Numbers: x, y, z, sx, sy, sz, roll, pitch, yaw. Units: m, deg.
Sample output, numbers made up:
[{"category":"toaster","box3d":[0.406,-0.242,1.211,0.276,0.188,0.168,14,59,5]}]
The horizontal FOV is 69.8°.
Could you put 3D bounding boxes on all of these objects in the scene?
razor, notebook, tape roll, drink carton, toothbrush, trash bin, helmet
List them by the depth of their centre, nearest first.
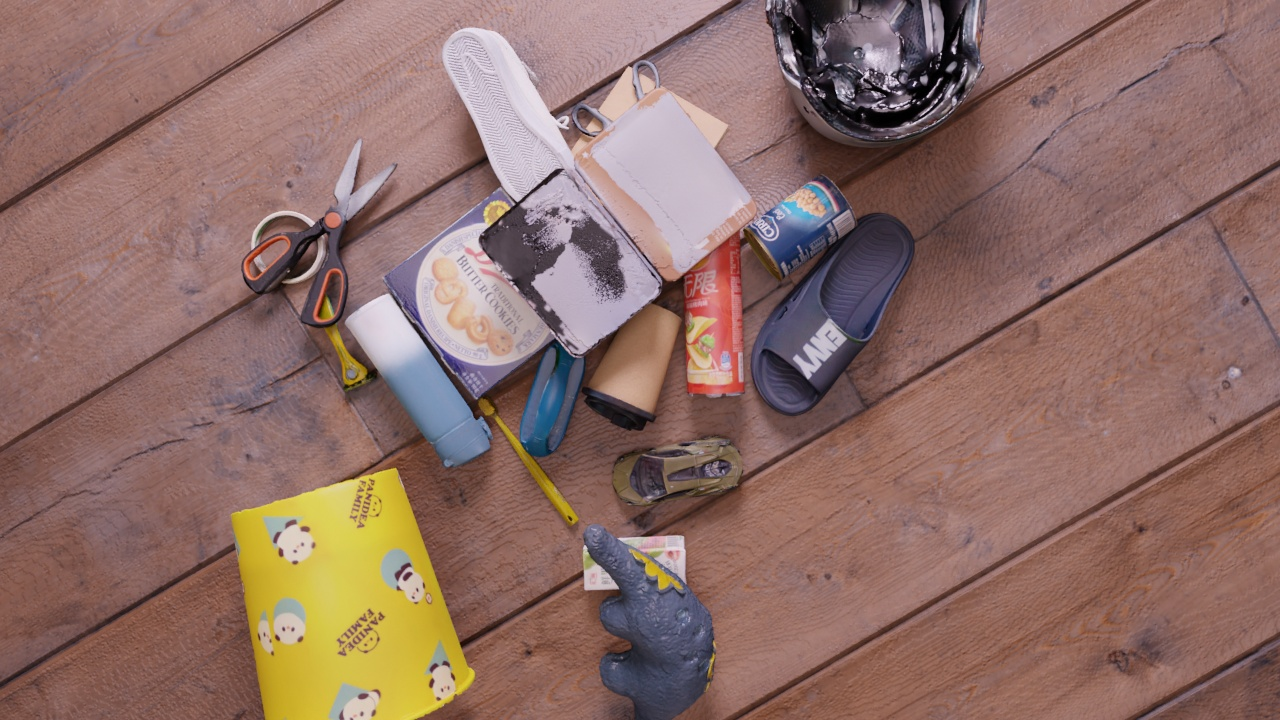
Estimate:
[{"category":"helmet","box3d":[0.253,-0.357,1.011,0.230,0.157,0.274,-9,82,3]},{"category":"trash bin","box3d":[-0.328,0.267,1.022,0.229,0.229,0.255,-16,87,1]},{"category":"notebook","box3d":[-0.016,-0.221,1.074,0.149,0.012,0.211,35,93,16]},{"category":"drink carton","box3d":[-0.007,0.241,1.097,0.122,0.045,0.053,-2,106,3]},{"category":"razor","box3d":[-0.363,-0.030,1.099,0.043,0.028,0.132,-24,91,5]},{"category":"tape roll","box3d":[-0.422,-0.135,1.099,0.086,0.014,0.086,0,93,0]},{"category":"toothbrush","box3d":[-0.136,0.121,1.107,0.016,0.016,0.190,-36,92,3]}]

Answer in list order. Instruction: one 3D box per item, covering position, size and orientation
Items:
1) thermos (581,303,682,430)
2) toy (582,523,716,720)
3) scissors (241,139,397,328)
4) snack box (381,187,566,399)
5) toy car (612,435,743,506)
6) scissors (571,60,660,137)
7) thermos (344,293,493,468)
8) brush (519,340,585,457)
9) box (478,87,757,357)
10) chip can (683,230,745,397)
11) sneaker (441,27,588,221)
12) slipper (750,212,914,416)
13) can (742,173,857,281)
[{"category":"thermos","box3d":[-0.006,0.006,1.069,0.093,0.093,0.143,23,84,-1]},{"category":"toy","box3d":[0.018,0.334,1.060,0.138,0.091,0.357,-8,113,-4]},{"category":"scissors","box3d":[-0.363,-0.141,1.081,0.224,0.022,0.204,-25,90,-2]},{"category":"snack box","box3d":[-0.177,-0.080,1.084,0.182,0.046,0.178,-38,93,3]},{"category":"toy car","box3d":[0.043,0.135,1.096,0.158,0.042,0.070,-11,92,4]},{"category":"scissors","box3d":[-0.006,-0.263,1.063,0.159,0.014,0.181,2,84,16]},{"category":"thermos","box3d":[-0.258,0.027,1.082,0.070,0.070,0.220,-35,93,2]},{"category":"brush","box3d":[-0.103,0.045,1.075,0.055,0.073,0.144,18,92,-5]},{"category":"box","box3d":[-0.022,-0.150,0.998,0.261,0.082,0.177,-38,98,8]},{"category":"chip can","box3d":[0.085,-0.066,1.069,0.073,0.073,0.216,-3,93,1]},{"category":"sneaker","box3d":[-0.135,-0.270,1.060,0.090,0.090,0.242,-25,104,23]},{"category":"slipper","box3d":[0.225,-0.058,1.063,0.110,0.083,0.268,35,91,1]},{"category":"can","box3d":[0.185,-0.154,1.061,0.111,0.075,0.075,-35,92,2]}]
